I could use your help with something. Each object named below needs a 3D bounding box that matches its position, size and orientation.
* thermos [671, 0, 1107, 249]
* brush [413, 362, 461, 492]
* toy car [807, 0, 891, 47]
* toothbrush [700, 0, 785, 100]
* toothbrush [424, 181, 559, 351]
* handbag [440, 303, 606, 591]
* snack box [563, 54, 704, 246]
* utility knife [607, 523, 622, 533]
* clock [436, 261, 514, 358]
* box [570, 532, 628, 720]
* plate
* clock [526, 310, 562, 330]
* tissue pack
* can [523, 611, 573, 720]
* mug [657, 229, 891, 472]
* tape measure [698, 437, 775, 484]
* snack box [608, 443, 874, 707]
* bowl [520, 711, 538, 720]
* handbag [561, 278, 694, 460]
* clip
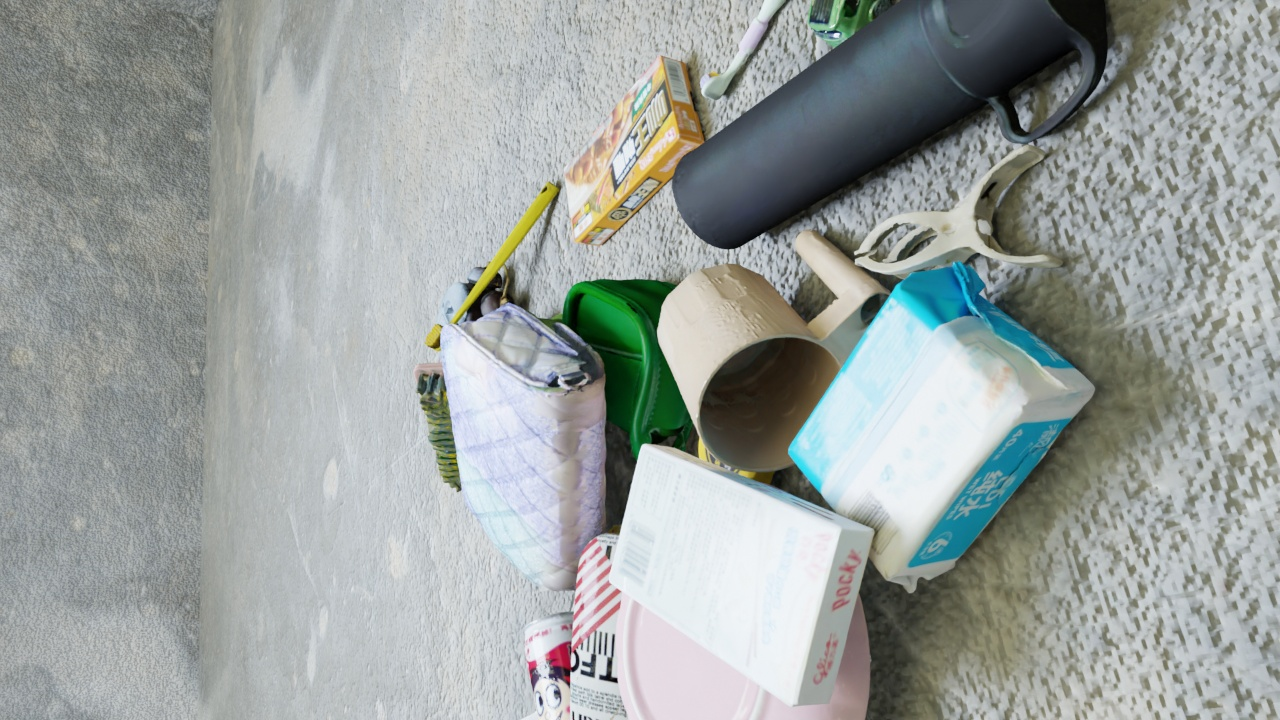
[{"bbox_3d":[0.118,-0.122,0.485,0.243,0.068,0.090,-24,88,53],"label":"thermos"},{"bbox_3d":[-0.169,0.059,0.869,0.073,0.063,0.146,-93,-1,-51],"label":"brush"},{"bbox_3d":[0.124,-0.223,0.516,0.043,0.036,0.091,33,109,55],"label":"toy car"},{"bbox_3d":[0.092,-0.248,0.580,0.020,0.029,0.190,38,126,4],"label":"toothbrush"},{"bbox_3d":[-0.138,-0.086,0.843,0.016,0.016,0.190,41,97,31],"label":"toothbrush"},{"bbox_3d":[-0.078,0.060,0.663,0.134,0.075,0.194,37,139,38],"label":"handbag"},{"bbox_3d":[-0.010,-0.158,0.715,0.154,0.026,0.075,-37,57,48],"label":"snack box"},{"bbox_3d":[0.012,0.110,0.660,0.178,0.019,0.031,-44,57,39],"label":"utility knife"},{"bbox_3d":[-0.156,-0.043,0.895,0.122,0.055,0.082,-62,39,29],"label":"clock"},{"bbox_3d":[-0.003,0.202,0.647,0.075,0.077,0.163,-1,84,29],"label":"box"},{"bbox_3d":[0.041,0.162,0.516,0.193,0.039,0.192,-19,65,49],"label":"plate"},{"bbox_3d":[-0.090,0.015,0.785,0.161,0.056,0.116,10,93,57],"label":"clock"},{"bbox_3d":[0.136,0.033,0.433,0.090,0.063,0.140,56,132,39],"label":"tissue pack"},{"bbox_3d":[-0.052,0.262,0.694,0.053,0.053,0.132,-48,48,42],"label":"can"},{"bbox_3d":[0.072,-0.014,0.515,0.125,0.084,0.103,-45,28,12],"label":"mug"},{"bbox_3d":[0.064,0.056,0.569,0.057,0.028,0.060,43,121,44],"label":"tape measure"},{"bbox_3d":[0.043,0.102,0.472,0.157,0.026,0.084,17,93,53],"label":"snack box"},{"bbox_3d":[-0.095,0.342,0.739,0.119,0.064,0.118,-14,73,55],"label":"bowl"},{"bbox_3d":[-0.004,0.004,0.656,0.131,0.067,0.120,31,120,52],"label":"handbag"},{"bbox_3d":[0.153,-0.063,0.451,0.097,0.034,0.060,-18,70,49],"label":"clip"}]
